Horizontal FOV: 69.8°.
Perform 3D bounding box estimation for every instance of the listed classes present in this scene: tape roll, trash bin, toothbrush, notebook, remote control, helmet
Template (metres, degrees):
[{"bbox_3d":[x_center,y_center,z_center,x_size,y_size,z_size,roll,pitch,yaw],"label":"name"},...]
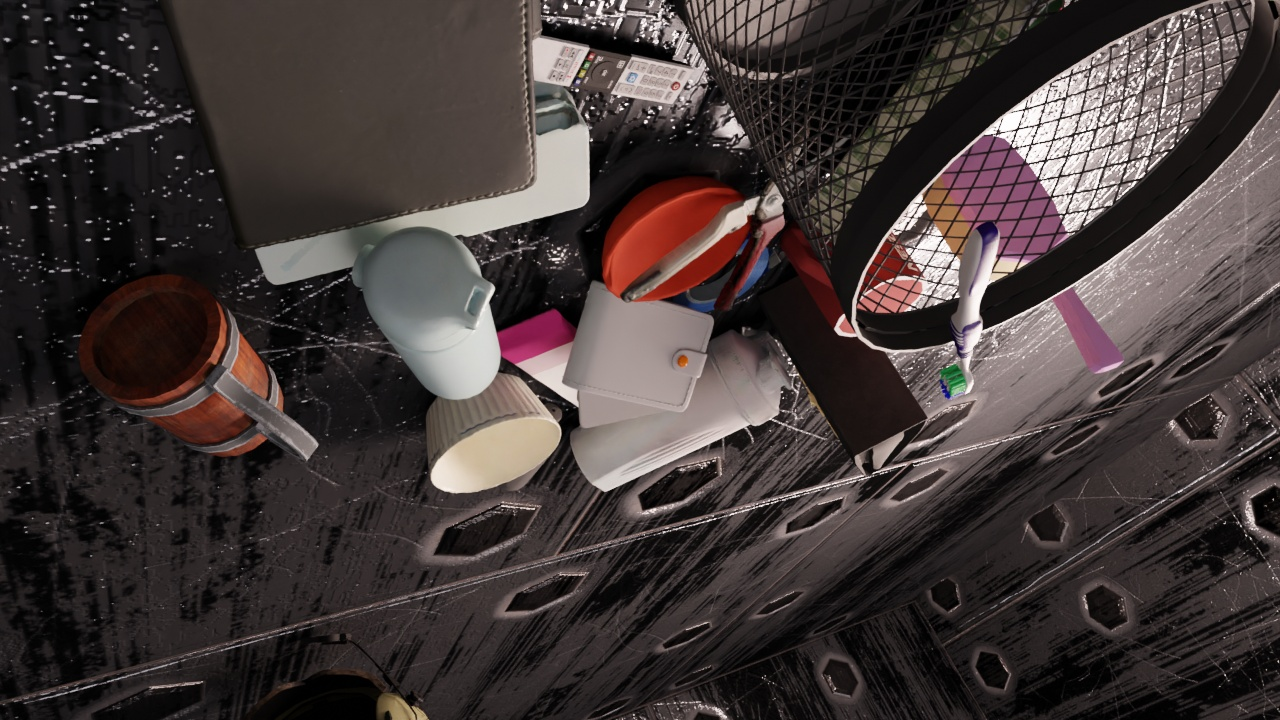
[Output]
[{"bbox_3d":[0.064,-0.076,0.776,0.091,0.016,0.093,-38,151,20],"label":"tape roll"},{"bbox_3d":[0.147,-0.160,0.469,0.217,0.227,0.218,-21,152,-12],"label":"trash bin"},{"bbox_3d":[0.165,-0.018,0.465,0.016,0.015,0.187,-24,153,5],"label":"toothbrush"},{"bbox_3d":[-0.125,-0.154,0.419,0.169,0.029,0.209,-16,141,-19],"label":"notebook"},{"bbox_3d":[-0.023,-0.171,0.536,0.124,0.011,0.028,-3,145,-38],"label":"remote control"},{"bbox_3d":[-0.363,0.463,1.055,0.250,0.255,0.233,-18,148,-15],"label":"helmet"}]

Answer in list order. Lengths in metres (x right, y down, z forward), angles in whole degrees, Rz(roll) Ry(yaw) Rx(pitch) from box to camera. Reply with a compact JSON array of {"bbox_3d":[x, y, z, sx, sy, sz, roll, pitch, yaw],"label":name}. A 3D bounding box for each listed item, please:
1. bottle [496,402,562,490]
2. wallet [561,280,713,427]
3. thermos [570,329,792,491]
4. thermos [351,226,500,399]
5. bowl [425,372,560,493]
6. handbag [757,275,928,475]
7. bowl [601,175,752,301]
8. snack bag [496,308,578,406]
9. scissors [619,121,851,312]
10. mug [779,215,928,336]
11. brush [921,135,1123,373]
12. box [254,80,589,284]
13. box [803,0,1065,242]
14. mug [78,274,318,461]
[{"bbox_3d":[-0.107,0.080,0.864,0.046,0.047,0.113,-1,143,-41],"label":"bottle"},{"bbox_3d":[-0.004,0.004,0.750,0.118,0.037,0.115,14,97,-32],"label":"wallet"},{"bbox_3d":[0.040,0.047,0.901,0.221,0.099,0.099,-29,154,14],"label":"thermos"},{"bbox_3d":[-0.127,-0.024,0.580,0.207,0.078,0.065,113,0,-77],"label":"thermos"},{"bbox_3d":[-0.132,0.057,0.783,0.115,0.062,0.115,-21,153,-12],"label":"bowl"},{"bbox_3d":[0.196,0.030,0.912,0.072,0.175,0.196,-27,156,-1],"label":"handbag"},{"bbox_3d":[0.022,-0.096,0.683,0.122,0.035,0.122,-21,152,-12],"label":"bowl"},{"bbox_3d":[-0.054,0.007,0.795,0.070,0.016,0.196,-20,150,19],"label":"snack bag"},{"bbox_3d":[0.067,-0.090,0.675,0.179,0.015,0.199,-22,152,-11],"label":"scissors"},{"bbox_3d":[0.169,-0.082,0.771,0.116,0.096,0.081,-1,143,-41],"label":"mug"},{"bbox_3d":[0.314,-0.085,0.755,0.089,0.228,0.043,-16,159,-21],"label":"brush"},{"bbox_3d":[-0.126,-0.102,0.529,0.198,0.067,0.084,-18,171,-14],"label":"box"},{"bbox_3d":[0.205,-0.174,0.651,0.117,0.050,0.206,-37,169,-50],"label":"box"},{"bbox_3d":[-0.256,0.017,0.557,0.081,0.117,0.111,-58,166,-21],"label":"mug"}]
